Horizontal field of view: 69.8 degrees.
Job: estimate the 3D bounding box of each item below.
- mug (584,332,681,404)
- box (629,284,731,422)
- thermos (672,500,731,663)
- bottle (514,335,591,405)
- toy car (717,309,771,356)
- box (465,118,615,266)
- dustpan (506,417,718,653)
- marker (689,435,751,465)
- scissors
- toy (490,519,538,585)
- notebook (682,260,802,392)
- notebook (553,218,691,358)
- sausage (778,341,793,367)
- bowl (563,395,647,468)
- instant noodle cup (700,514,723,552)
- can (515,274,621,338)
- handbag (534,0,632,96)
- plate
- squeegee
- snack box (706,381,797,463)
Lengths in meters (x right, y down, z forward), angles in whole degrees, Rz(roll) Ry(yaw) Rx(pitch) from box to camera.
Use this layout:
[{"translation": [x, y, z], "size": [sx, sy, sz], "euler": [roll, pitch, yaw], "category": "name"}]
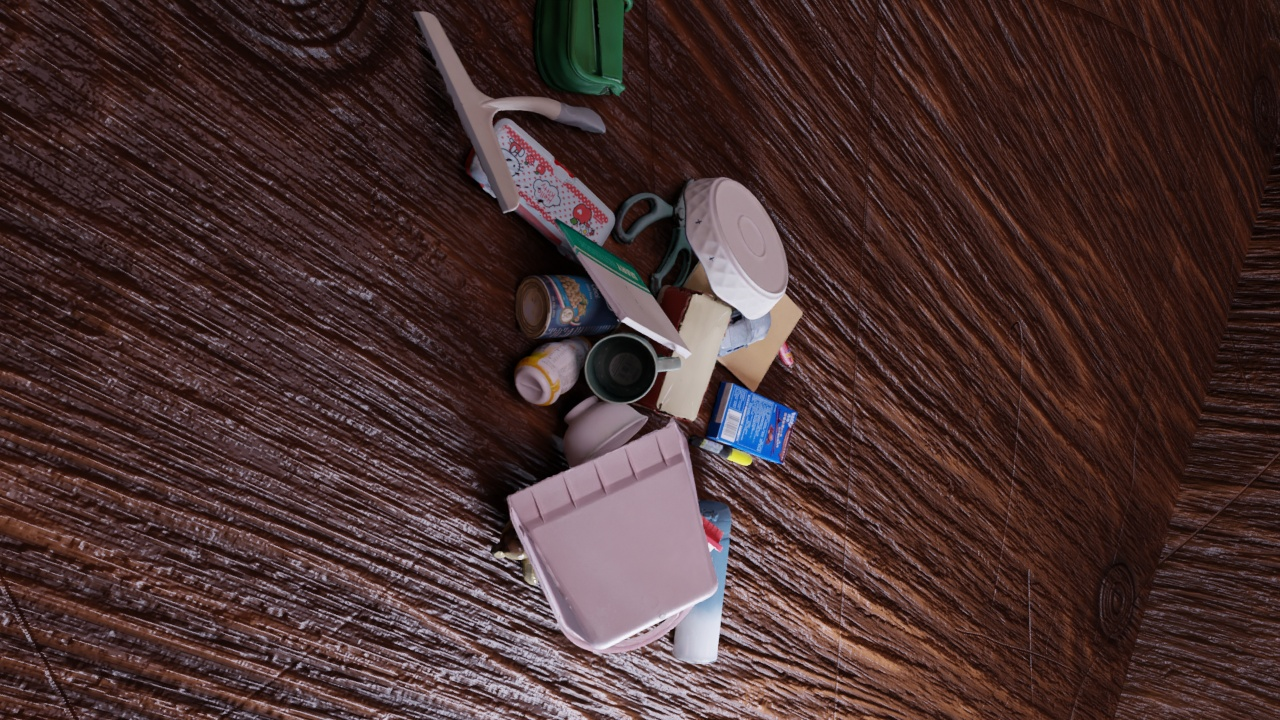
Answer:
[{"translation": [-0.007, 0.006, 1.105], "size": [0.112, 0.106, 0.082], "euler": [-5, 91, 4], "category": "mug"}, {"translation": [0.058, -0.007, 1.208], "size": [0.091, 0.079, 0.168], "euler": [18, 90, -40], "category": "box"}, {"translation": [0.089, 0.309, 1.290], "size": [0.070, 0.070, 0.220], "euler": [7, 90, -41], "category": "thermos"}, {"translation": [-0.101, 0.007, 1.097], "size": [0.108, 0.063, 0.063], "euler": [-41, 120, -46], "category": "bottle"}, {"translation": [0.138, -0.043, 1.290], "size": [0.120, 0.037, 0.054], "euler": [-23, 112, -32], "category": "toy car"}, {"translation": [-0.113, -0.192, 1.074], "size": [0.201, 0.049, 0.087], "euler": [38, 71, -37], "category": "box"}, {"translation": [-0.026, 0.232, 1.112], "size": [0.222, 0.139, 0.273], "euler": [-20, 91, -14], "category": "dustpan"}, {"translation": [0.115, 0.130, 1.328], "size": [0.124, 0.015, 0.018], "euler": [23, 79, -37], "category": "marker"}, {"translation": [0.024, -0.179, 1.212], "size": [0.177, 0.019, 0.173], "euler": [25, 80, -39], "category": "scissors"}, {"translation": [-0.107, 0.226, 1.122], "size": [0.157, 0.066, 0.105], "euler": [22, 122, -44], "category": "toy"}, {"translation": [0.139, -0.069, 1.313], "size": [0.207, 0.008, 0.147], "euler": [41, 76, -34], "category": "notebook"}, {"translation": [-0.017, -0.081, 1.075], "size": [0.012, 0.150, 0.209], "euler": [-38, 158, 12], "category": "notebook"}, {"translation": [0.198, -0.049, 1.375], "size": [0.020, 0.020, 0.156], "euler": [-47, 122, -27], "category": "sausage"}, {"translation": [-0.056, 0.083, 1.130], "size": [0.118, 0.119, 0.064], "euler": [-33, 79, -34], "category": "bowl"}, {"translation": [0.025, 0.241, 1.204], "size": [0.116, 0.117, 0.124], "euler": [42, 80, -35], "category": "instant noodle cup"}, {"translation": [-0.085, -0.065, 1.093], "size": [0.111, 0.075, 0.075], "euler": [-5, 98, -40], "category": "can"}, {"translation": [-0.062, -0.384, 1.091], "size": [0.120, 0.068, 0.131], "euler": [2, 92, -48], "category": "handbag"}, {"translation": [0.134, -0.158, 1.232], "size": [0.204, 0.046, 0.204], "euler": [33, 45, -40], "category": "plate"}, {"translation": [-0.108, -0.281, 1.040], "size": [0.246, 0.039, 0.246], "euler": [-11, 73, -53], "category": "squeegee"}, {"translation": [0.166, 0.094, 1.358], "size": [0.157, 0.026, 0.084], "euler": [23, 80, -40], "category": "snack box"}]
